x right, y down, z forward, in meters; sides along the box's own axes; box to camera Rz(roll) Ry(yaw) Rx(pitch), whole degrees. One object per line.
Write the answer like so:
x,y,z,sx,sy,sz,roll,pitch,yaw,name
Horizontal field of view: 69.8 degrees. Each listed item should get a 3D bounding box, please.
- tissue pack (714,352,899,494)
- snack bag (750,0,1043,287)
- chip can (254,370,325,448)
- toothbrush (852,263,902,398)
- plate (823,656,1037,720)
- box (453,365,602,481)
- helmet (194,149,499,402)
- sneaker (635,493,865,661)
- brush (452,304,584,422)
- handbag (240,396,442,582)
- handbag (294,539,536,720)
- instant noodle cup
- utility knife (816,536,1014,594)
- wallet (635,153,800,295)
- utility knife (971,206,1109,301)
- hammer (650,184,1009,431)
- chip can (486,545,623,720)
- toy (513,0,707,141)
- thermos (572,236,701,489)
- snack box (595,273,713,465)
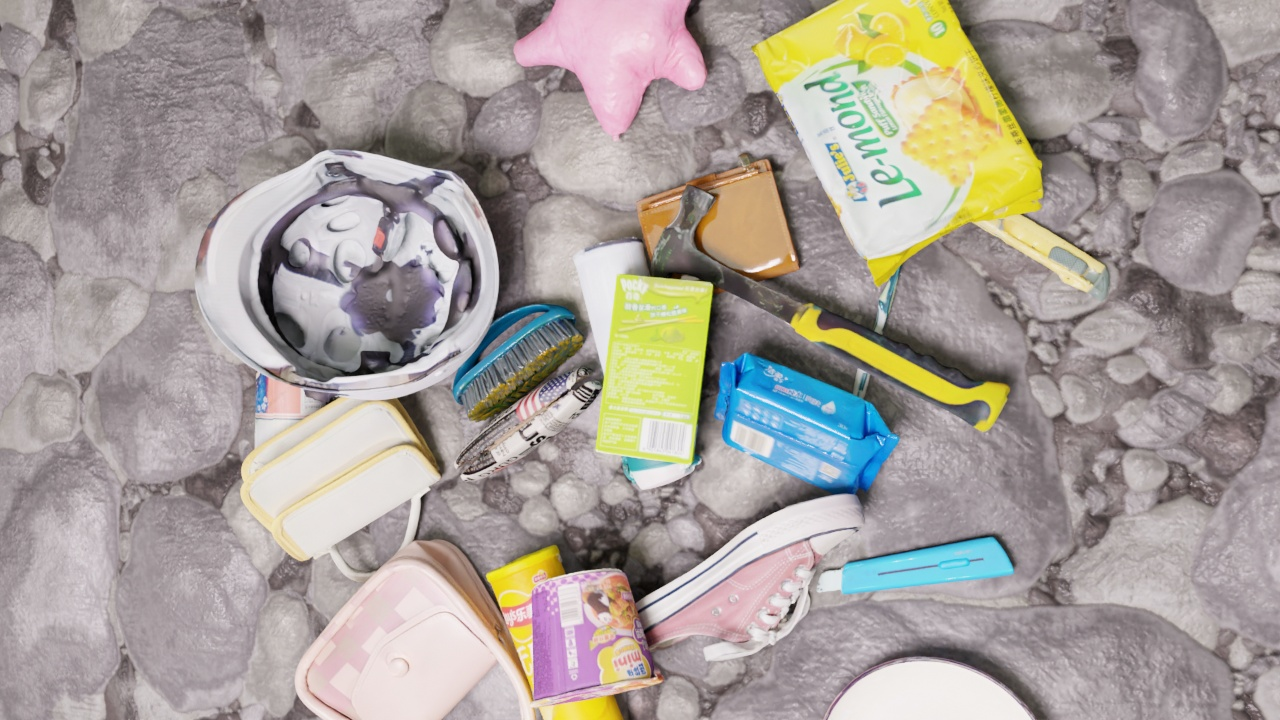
0.138,0.055,0.788,0.157,0.095,0.052,24,54,15,tissue pack
0.215,-0.204,0.777,0.158,0.068,0.246,-26,79,11,snack bag
-0.354,0.025,0.931,0.071,0.071,0.214,1,89,15,chip can
0.212,-0.048,0.808,0.018,0.016,0.191,17,93,25,toothbrush
0.248,0.344,0.779,0.193,0.039,0.192,0,89,15,plate
-0.104,0.066,0.868,0.164,0.074,0.064,-37,108,15,box
-0.257,-0.067,0.859,0.258,0.146,0.229,-4,77,-1,helmet
0.098,0.201,0.789,0.241,0.118,0.087,-36,63,18,sneaker
-0.123,-0.006,0.878,0.144,0.055,0.073,-37,69,12,brush
-0.274,0.134,0.889,0.163,0.063,0.179,-32,114,-7,handbag
-0.195,0.309,0.876,0.234,0.093,0.193,45,101,10,handbag
-0.045,0.235,0.782,0.112,0.111,0.099,-18,66,14,instant noodle cup
0.234,0.182,0.797,0.166,0.018,0.034,-13,86,16,utility knife
0.067,-0.122,0.837,0.131,0.035,0.119,-15,87,14,wallet
0.331,-0.101,0.779,0.152,0.018,0.031,35,92,18,utility knife
0.155,-0.027,0.792,0.323,0.031,0.126,28,102,11,hammer
-0.073,0.283,0.851,0.072,0.072,0.213,-23,83,13,chip can
-0.029,-0.295,0.849,0.195,0.074,0.178,8,101,19,toy
-0.005,0.005,0.840,0.073,0.073,0.224,-15,86,14,thermos
0.012,0.007,0.789,0.086,0.026,0.156,6,89,8,snack box
